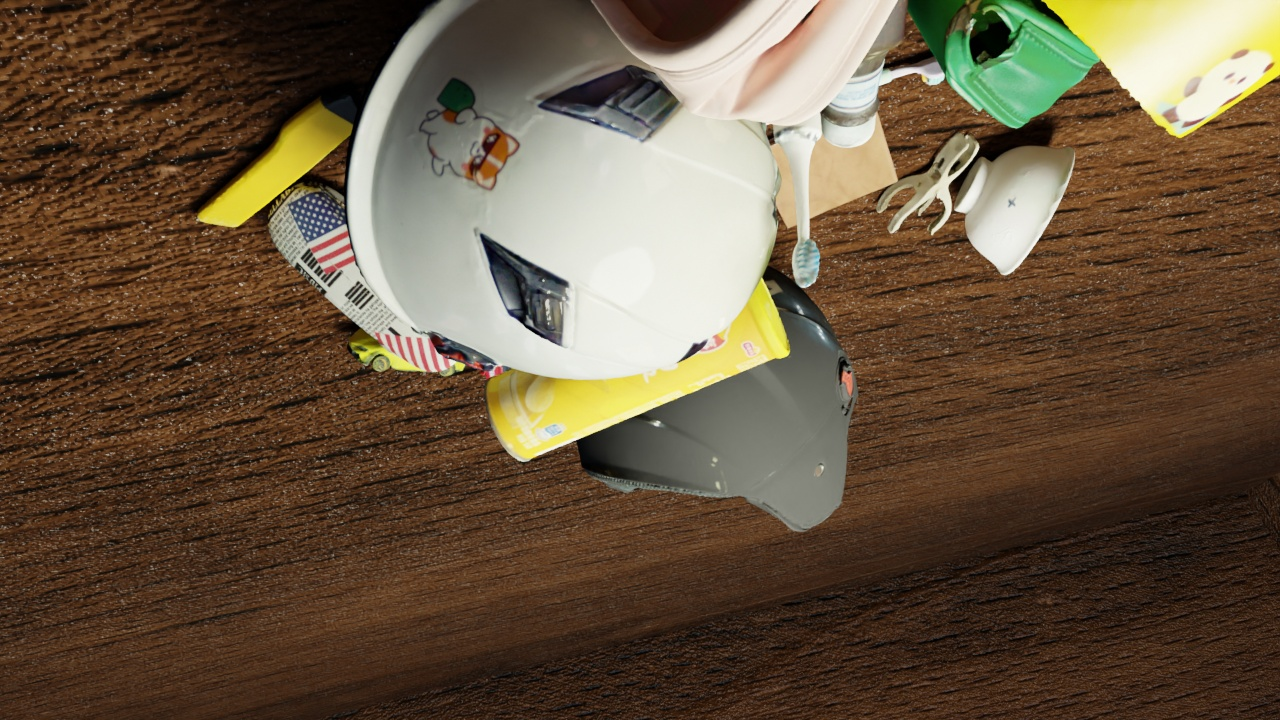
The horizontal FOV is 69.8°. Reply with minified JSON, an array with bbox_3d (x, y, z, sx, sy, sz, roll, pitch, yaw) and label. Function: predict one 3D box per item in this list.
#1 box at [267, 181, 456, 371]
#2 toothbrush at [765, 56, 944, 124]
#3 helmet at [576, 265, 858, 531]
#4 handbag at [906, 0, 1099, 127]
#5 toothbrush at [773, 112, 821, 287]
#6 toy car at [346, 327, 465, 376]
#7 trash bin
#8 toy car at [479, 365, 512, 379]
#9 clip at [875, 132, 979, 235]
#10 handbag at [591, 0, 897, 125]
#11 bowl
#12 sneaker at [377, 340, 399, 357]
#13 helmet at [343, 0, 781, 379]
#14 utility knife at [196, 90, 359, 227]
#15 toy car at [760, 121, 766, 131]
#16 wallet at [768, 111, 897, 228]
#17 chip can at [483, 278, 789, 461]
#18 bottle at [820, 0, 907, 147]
[{"bbox_3d":[-0.185,-0.058,0.642,0.069,0.052,0.164,-42,106,15],"label":"box"},{"bbox_3d":[0.127,-0.187,0.669,0.189,0.029,0.021,-16,114,3],"label":"toothbrush"},{"bbox_3d":[0.065,0.017,0.807,0.234,0.230,0.273,6,-154,40],"label":"helmet"},{"bbox_3d":[0.202,-0.208,0.543,0.120,0.131,0.068,10,140,-38],"label":"handbag"},{"bbox_3d":[0.083,-0.148,0.498,0.026,0.221,0.026,-1,172,-8],"label":"toothbrush"},{"bbox_3d":[-0.201,-0.013,0.798,0.105,0.048,0.032,4,120,-35],"label":"toy car"},{"bbox_3d":[0.270,-0.245,0.364,0.229,0.229,0.256,11,137,-43],"label":"trash bin"},{"bbox_3d":[-0.131,-0.020,0.816,0.045,0.052,0.121,2,147,1],"label":"toy car"},{"bbox_3d":[0.260,-0.149,0.802,0.102,0.035,0.095,-39,142,26],"label":"clip"},{"bbox_3d":[0.061,-0.234,0.367,0.093,0.193,0.235,4,140,-48],"label":"handbag"},{"bbox_3d":[0.313,-0.141,0.795,0.065,0.118,0.118,24,151,6],"label":"bowl"},{"bbox_3d":[-0.090,-0.056,0.715,0.241,0.118,0.088,-27,132,11],"label":"sneaker"},{"bbox_3d":[-0.012,-0.081,0.510,0.230,0.157,0.273,-64,159,7],"label":"helmet"},{"bbox_3d":[-0.233,-0.127,0.588,0.157,0.015,0.033,-28,145,26],"label":"utility knife"},{"bbox_3d":[0.073,-0.191,0.613,0.054,0.036,0.121,2,139,-34],"label":"toy car"},{"bbox_3d":[0.150,-0.158,0.739,0.101,0.020,0.115,-22,150,14],"label":"wallet"},{"bbox_3d":[-0.004,0.004,0.657,0.214,0.072,0.072,-24,153,15],"label":"chip can"},{"bbox_3d":[0.126,-0.208,0.540,0.044,0.079,0.195,-19,147,-3],"label":"bottle"}]
